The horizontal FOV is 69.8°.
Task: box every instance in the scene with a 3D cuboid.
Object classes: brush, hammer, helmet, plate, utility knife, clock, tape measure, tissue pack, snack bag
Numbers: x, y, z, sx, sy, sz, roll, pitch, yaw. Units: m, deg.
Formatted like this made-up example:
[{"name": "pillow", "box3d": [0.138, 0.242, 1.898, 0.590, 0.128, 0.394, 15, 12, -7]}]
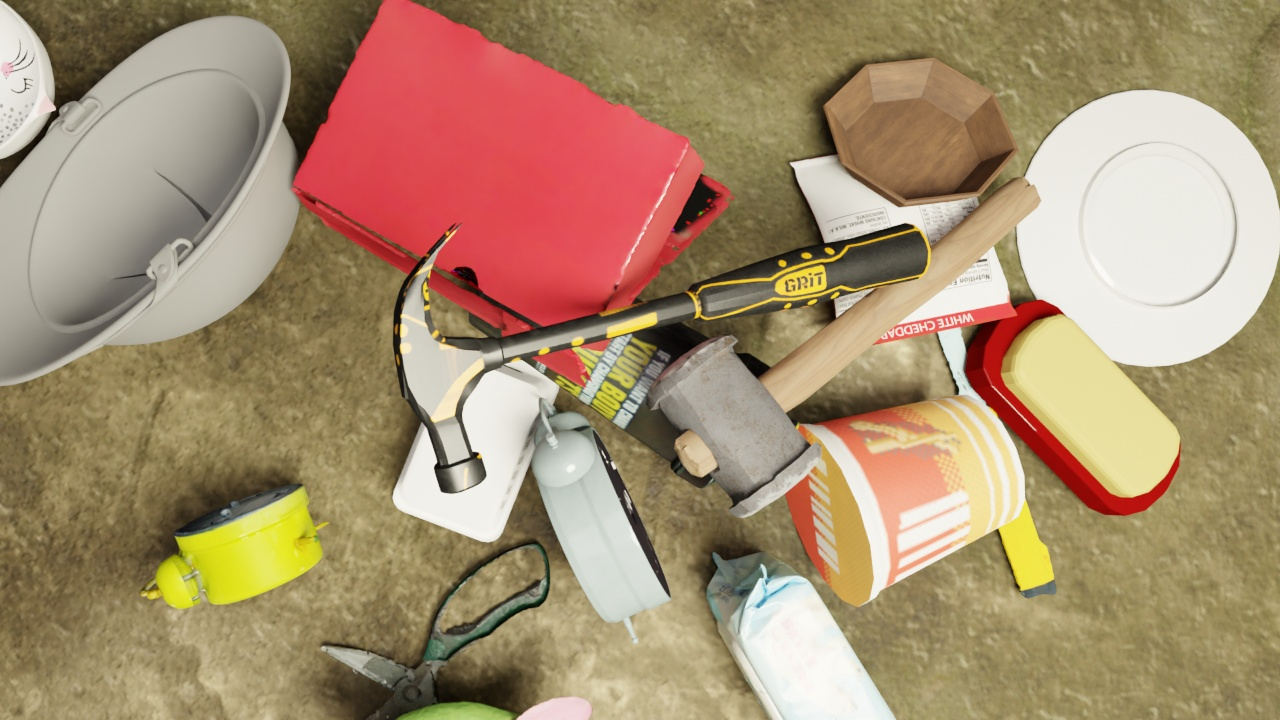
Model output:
[{"name": "brush", "box3d": [0.316, 0.033, 0.658, 0.173, 0.042, 0.082, 45, 77, -3]}, {"name": "hammer", "box3d": [0.150, -0.029, 0.580, 0.327, 0.052, 0.098, -35, 81, -22]}, {"name": "hammer", "box3d": [0.028, -0.033, 0.489, 0.319, 0.036, 0.123, -16, 103, -25]}, {"name": "helmet", "box3d": [-0.294, -0.081, 0.586, 0.271, 0.117, 0.183, -44, 62, 2]}, {"name": "plate", "box3d": [0.193, -0.156, 0.646, 0.131, 0.025, 0.131, 0, 63, -1]}, {"name": "plate", "box3d": [0.384, -0.100, 0.685, 0.208, 0.015, 0.208, 0, 89, -5]}, {"name": "utility knife", "box3d": [0.258, 0.067, 0.672, 0.030, 0.019, 0.224, -19, 92, -9]}, {"name": "clock", "box3d": [-0.266, 0.122, 0.598, 0.119, 0.083, 0.057, -19, 97, -7]}, {"name": "clock", "box3d": [-0.030, 0.096, 0.594, 0.045, 0.122, 0.159, -26, 101, -1]}, {"name": "tape measure", "box3d": [0.011, -0.115, 0.646, 0.061, 0.034, 0.061, 12, 89, -6]}, {"name": "tissue pack", "box3d": [0.107, 0.209, 0.611, 0.070, 0.112, 0.182, -32, 91, -6]}, {"name": "snack bag", "box3d": [0.187, -0.088, 0.653, 0.130, 0.039, 0.144, -12, 78, -5]}]

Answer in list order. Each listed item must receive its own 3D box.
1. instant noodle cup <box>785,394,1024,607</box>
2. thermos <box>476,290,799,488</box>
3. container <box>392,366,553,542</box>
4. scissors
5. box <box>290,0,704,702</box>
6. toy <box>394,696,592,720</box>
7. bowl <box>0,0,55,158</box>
[{"name": "instant noodle cup", "box3d": [0.177, 0.085, 0.620, 0.121, 0.123, 0.123, -17, 90, -12]}, {"name": "thermos", "box3d": [-0.004, 0.004, 0.616, 0.221, 0.098, 0.098, 31, 87, 2]}, {"name": "container", "box3d": [-0.113, 0.056, 0.626, 0.081, 0.049, 0.129, 22, 88, -4]}, {"name": "scissors", "box3d": [-0.114, 0.215, 0.642, 0.201, 0.015, 0.204, 29, 88, -6]}, {"name": "box", "box3d": [-0.131, 0.021, 0.630, 0.214, 0.480, 0.170, 29, 43, 14]}, {"name": "toy", "box3d": [-0.133, 0.281, 0.591, 0.238, 0.087, 0.190, -22, 117, 5]}, {"name": "bowl", "box3d": [-0.439, -0.181, 0.603, 0.114, 0.050, 0.114, 0, 89, -5]}]
